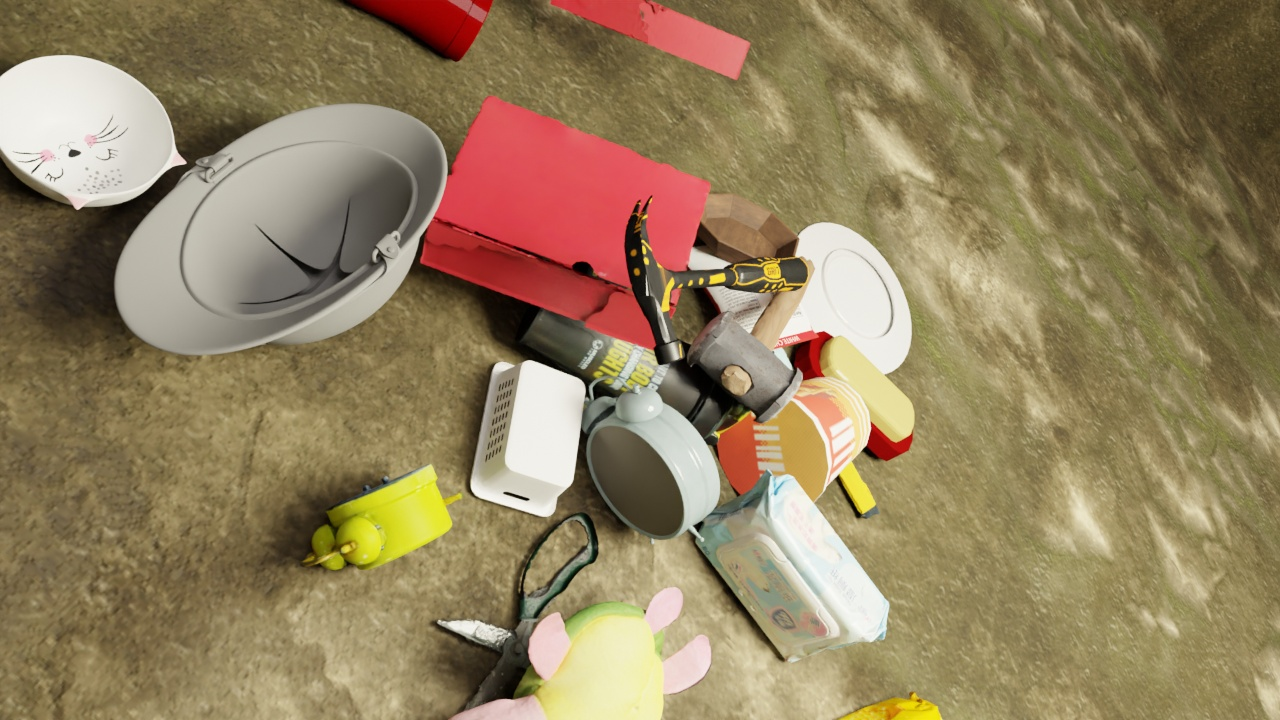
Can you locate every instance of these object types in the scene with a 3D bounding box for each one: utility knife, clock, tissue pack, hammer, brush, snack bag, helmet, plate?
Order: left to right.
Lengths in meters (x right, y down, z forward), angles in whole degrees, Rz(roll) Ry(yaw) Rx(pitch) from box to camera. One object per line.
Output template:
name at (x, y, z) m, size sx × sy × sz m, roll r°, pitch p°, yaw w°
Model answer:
helmet at (-0.255, -0.075, 0.703) m, size 0.183 × 0.118 × 0.270 m, roll 25°, pitch 56°, yaw 14°
clock at (-0.194, 0.119, 0.672) m, size 0.118 × 0.083 × 0.057 m, roll -24°, pitch 91°, yaw -43°
clock at (0.003, 0.085, 0.799) m, size 0.045 × 0.123 × 0.159 m, roll -34°, pitch 100°, yaw -37°
hammer at (0.075, -0.074, 0.779) m, size 0.319 × 0.036 × 0.123 m, roll -13°, pitch 89°, yaw -60°
plate at (0.114, -0.141, 1.027) m, size 0.131 × 0.025 × 0.131 m, roll 16°, pitch 37°, yaw -13°
snack bag at (0.119, -0.075, 1.011) m, size 0.130 × 0.039 × 0.144 m, roll -14°, pitch 66°, yaw -40°
hammer at (0.135, -0.043, 0.916) m, size 0.098 × 0.052 × 0.327 m, roll 41°, pitch 31°, yaw 1°
tissue pack at (0.135, 0.192, 0.853) m, size 0.182 × 0.112 × 0.069 m, roll 52°, pitch 48°, yaw -4°
utility knife at (0.203, 0.074, 1.021) m, size 0.030 × 0.019 × 0.224 m, roll -23°, pitch 85°, yaw -45°
plate at (0.269, -0.082, 1.144) m, size 0.208 × 0.015 × 0.208 m, roll 16°, pitch 60°, yaw -30°
brush at (0.252, 0.037, 1.050) m, size 0.173 × 0.042 × 0.082 m, roll 42°, pitch 41°, yaw -12°
snack bag at (0.215, 0.410, 0.837) m, size 0.246 × 0.068 × 0.159 m, roll -6°, pitch 71°, yaw -38°

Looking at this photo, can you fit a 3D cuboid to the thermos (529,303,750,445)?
thermos at (-0.005, 0.005, 0.856) m, size 0.220 × 0.098 × 0.098 m, roll 27°, pitch 55°, yaw -16°

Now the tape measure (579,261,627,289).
tape measure at (-0.032, -0.096, 0.921) m, size 0.061 × 0.034 × 0.061 m, roll 14°, pitch 62°, yaw -33°

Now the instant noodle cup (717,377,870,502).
instant noodle cup at (0.163, 0.076, 0.932) m, size 0.120 × 0.124 × 0.123 m, roll -20°, pitch 81°, yaw -48°

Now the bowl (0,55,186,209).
bowl at (-0.407, -0.158, 0.668) m, size 0.114 × 0.051 × 0.114 m, roll 16°, pitch 60°, yaw -30°

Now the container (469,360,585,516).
container at (-0.092, 0.061, 0.792) m, size 0.080 × 0.050 × 0.129 m, roll 22°, pitch 57°, yaw -26°

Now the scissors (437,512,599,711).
scissors at (-0.067, 0.216, 0.761) m, size 0.201 × 0.015 × 0.203 m, roll 30°, pitch 55°, yaw -24°

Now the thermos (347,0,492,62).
thermos at (-0.244, -0.377, 0.873) m, size 0.198 × 0.084 × 0.107 m, roll 27°, pitch 36°, yaw -26°

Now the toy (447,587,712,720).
toy at (-0.044, 0.260, 0.691) m, size 0.237 × 0.088 × 0.190 m, roll -29°, pitch 113°, yaw -31°

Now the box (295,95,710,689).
box at (-0.116, 0.031, 0.796) m, size 0.214 × 0.479 × 0.171 m, roll 19°, pitch 13°, yaw -6°
